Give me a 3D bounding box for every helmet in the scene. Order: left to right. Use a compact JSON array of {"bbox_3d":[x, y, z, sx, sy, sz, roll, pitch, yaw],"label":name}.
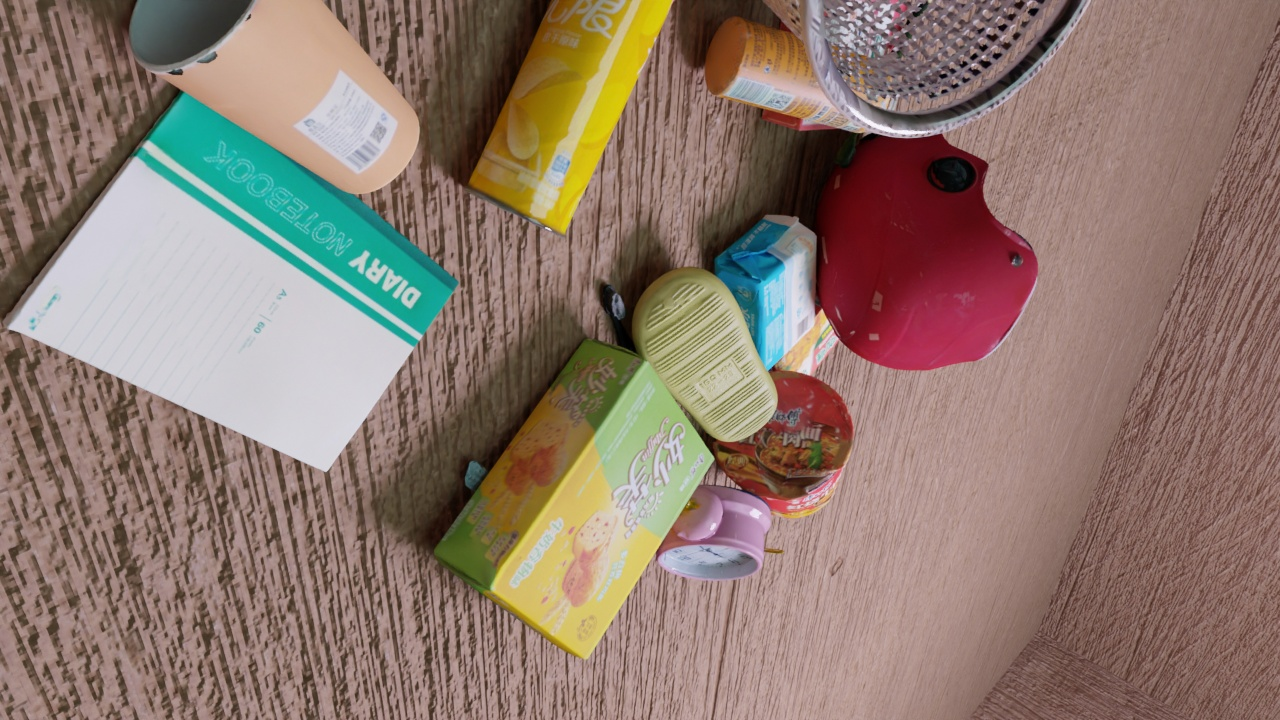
[{"bbox_3d":[0.228,-0.099,0.845,0.143,0.240,0.207,-19,164,-13],"label":"helmet"}]

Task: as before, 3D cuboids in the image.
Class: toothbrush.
[{"bbox_3d":[-0.005,0.005,0.783,0.014,0.016,0.190,-40,141,-20],"label":"toothbrush"},{"bbox_3d":[0.218,-0.253,0.806,0.017,0.012,0.186,24,94,-60],"label":"toothbrush"}]

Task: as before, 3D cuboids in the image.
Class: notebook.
[{"bbox_3d":[-0.205,-0.035,0.510,0.150,0.012,0.209,-57,144,-8],"label":"notebook"}]

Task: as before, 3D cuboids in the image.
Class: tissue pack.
[{"bbox_3d":[0.112,-0.059,0.842,0.089,0.063,0.140,-41,141,-31],"label":"tissue pack"}]

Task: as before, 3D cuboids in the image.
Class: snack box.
[{"bbox_3d":[-0.044,0.112,0.734,0.209,0.070,0.158,-55,140,-17],"label":"snack box"},{"bbox_3d":[0.186,-0.034,0.983,0.155,0.027,0.077,-48,144,-17],"label":"snack box"},{"bbox_3d":[0.168,-0.260,0.791,0.126,0.044,0.113,-16,124,-44],"label":"snack box"}]

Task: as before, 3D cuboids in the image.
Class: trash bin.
[{"bbox_3d":[0.157,-0.288,0.598,0.227,0.192,0.228,-15,131,-18],"label":"trash bin"}]

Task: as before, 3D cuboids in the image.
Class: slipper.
[{"bbox_3d":[0.050,-0.007,0.793,0.091,0.081,0.190,-35,126,0],"label":"slipper"}]

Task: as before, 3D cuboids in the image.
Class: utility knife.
[{"bbox_3d":[-0.091,0.133,0.759,0.031,0.022,0.213,-55,151,-14],"label":"utility knife"}]

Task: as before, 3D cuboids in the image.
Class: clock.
[{"bbox_3d":[0.053,0.162,0.877,0.158,0.117,0.059,31,51,-33],"label":"clock"}]

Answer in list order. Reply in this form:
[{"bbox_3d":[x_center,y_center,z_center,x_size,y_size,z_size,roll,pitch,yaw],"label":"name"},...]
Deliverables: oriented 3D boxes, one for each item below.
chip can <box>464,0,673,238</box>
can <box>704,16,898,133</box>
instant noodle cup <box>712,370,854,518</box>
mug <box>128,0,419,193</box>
[{"bbox_3d":[-0.034,-0.187,0.567,0.072,0.072,0.213,20,98,-55],"label":"chip can"},{"bbox_3d":[0.124,-0.217,0.705,0.146,0.058,0.058,7,110,-25],"label":"can"},{"bbox_3d":[0.149,0.093,0.943,0.137,0.138,0.109,-51,153,-14],"label":"instant noodle cup"},{"bbox_3d":[-0.164,-0.135,0.440,0.078,0.078,0.122,-58,149,-5],"label":"mug"}]
